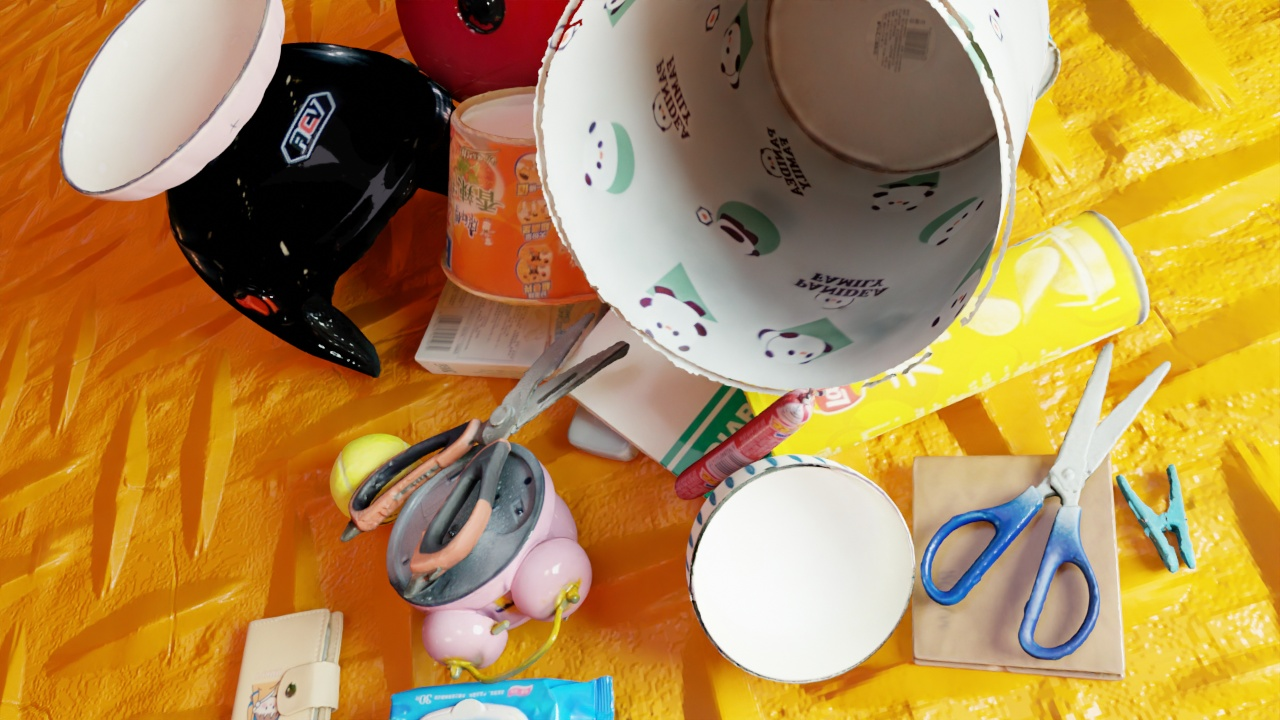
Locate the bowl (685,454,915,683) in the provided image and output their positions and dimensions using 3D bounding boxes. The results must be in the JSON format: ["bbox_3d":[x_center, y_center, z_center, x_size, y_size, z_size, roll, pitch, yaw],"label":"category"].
[{"bbox_3d":[0.079,0.104,0.491,0.116,0.116,0.066,-39,10,1],"label":"bowl"}]

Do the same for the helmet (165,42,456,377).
[{"bbox_3d":[-0.247,-0.133,0.716,0.233,0.230,0.275,-65,17,-18],"label":"helmet"}]

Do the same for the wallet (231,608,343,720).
[{"bbox_3d":[-0.242,0.230,0.624,0.087,0.024,0.115,-14,55,18],"label":"wallet"}]

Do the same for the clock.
[{"bbox_3d":[-0.091,0.126,0.569,0.117,0.060,0.158,-33,39,4],"label":"clock"}]

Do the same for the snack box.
[{"bbox_3d":[-0.094,-0.028,0.699,0.157,0.027,0.084,3,63,29],"label":"snack box"}]

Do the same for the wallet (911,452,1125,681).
[{"bbox_3d":[0.193,0.103,0.477,0.101,0.020,0.115,-5,62,27],"label":"wallet"}]

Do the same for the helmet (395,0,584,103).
[{"bbox_3d":[-0.086,-0.268,0.757,0.240,0.144,0.206,27,32,22],"label":"helmet"}]

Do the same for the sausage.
[{"bbox_3d":[0.055,0.049,0.503,0.156,0.020,0.020,132,149,-56],"label":"sausage"}]

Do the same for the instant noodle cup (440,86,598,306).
[{"bbox_3d":[-0.068,-0.122,0.648,0.151,0.112,0.151,1,33,-1],"label":"instant noodle cup"}]

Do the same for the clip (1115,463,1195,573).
[{"bbox_3d":[0.261,0.079,0.459,0.037,0.013,0.055,-16,54,19],"label":"clip"}]

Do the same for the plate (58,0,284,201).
[{"bbox_3d":[-0.305,-0.184,0.612,0.193,0.039,0.192,-13,62,24],"label":"plate"}]

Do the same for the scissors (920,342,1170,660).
[{"bbox_3d":[0.205,0.065,0.470,0.144,0.012,0.169,-8,62,24],"label":"scissors"}]

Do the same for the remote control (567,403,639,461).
[{"bbox_3d":[-0.004,0.004,0.636,0.056,0.020,0.135,11,69,32],"label":"remote control"}]

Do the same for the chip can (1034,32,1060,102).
[{"bbox_3d":[0.231,-0.270,0.649,0.071,0.071,0.209,-15,56,19],"label":"chip can"}]

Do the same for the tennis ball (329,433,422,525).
[{"bbox_3d":[-0.187,0.085,0.655,0.066,0.065,0.065,-13,56,20],"label":"tennis ball"}]

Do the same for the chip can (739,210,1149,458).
[{"bbox_3d":[0.164,-0.007,0.517,0.213,0.072,0.072,-24,53,9],"label":"chip can"}]

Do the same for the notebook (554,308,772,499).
[{"bbox_3d":[0.061,-0.025,0.605,0.150,0.012,0.209,36,81,23],"label":"notebook"}]

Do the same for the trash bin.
[{"bbox_3d":[0.105,-0.143,0.502,0.230,0.230,0.251,6,34,30],"label":"trash bin"}]

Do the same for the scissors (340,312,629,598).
[{"bbox_3d":[-0.102,0.056,0.587,0.189,0.015,0.223,-11,44,29],"label":"scissors"}]

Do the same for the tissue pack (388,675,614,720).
[{"bbox_3d":[-0.085,0.231,0.522,0.157,0.052,0.094,-12,57,21],"label":"tissue pack"}]
